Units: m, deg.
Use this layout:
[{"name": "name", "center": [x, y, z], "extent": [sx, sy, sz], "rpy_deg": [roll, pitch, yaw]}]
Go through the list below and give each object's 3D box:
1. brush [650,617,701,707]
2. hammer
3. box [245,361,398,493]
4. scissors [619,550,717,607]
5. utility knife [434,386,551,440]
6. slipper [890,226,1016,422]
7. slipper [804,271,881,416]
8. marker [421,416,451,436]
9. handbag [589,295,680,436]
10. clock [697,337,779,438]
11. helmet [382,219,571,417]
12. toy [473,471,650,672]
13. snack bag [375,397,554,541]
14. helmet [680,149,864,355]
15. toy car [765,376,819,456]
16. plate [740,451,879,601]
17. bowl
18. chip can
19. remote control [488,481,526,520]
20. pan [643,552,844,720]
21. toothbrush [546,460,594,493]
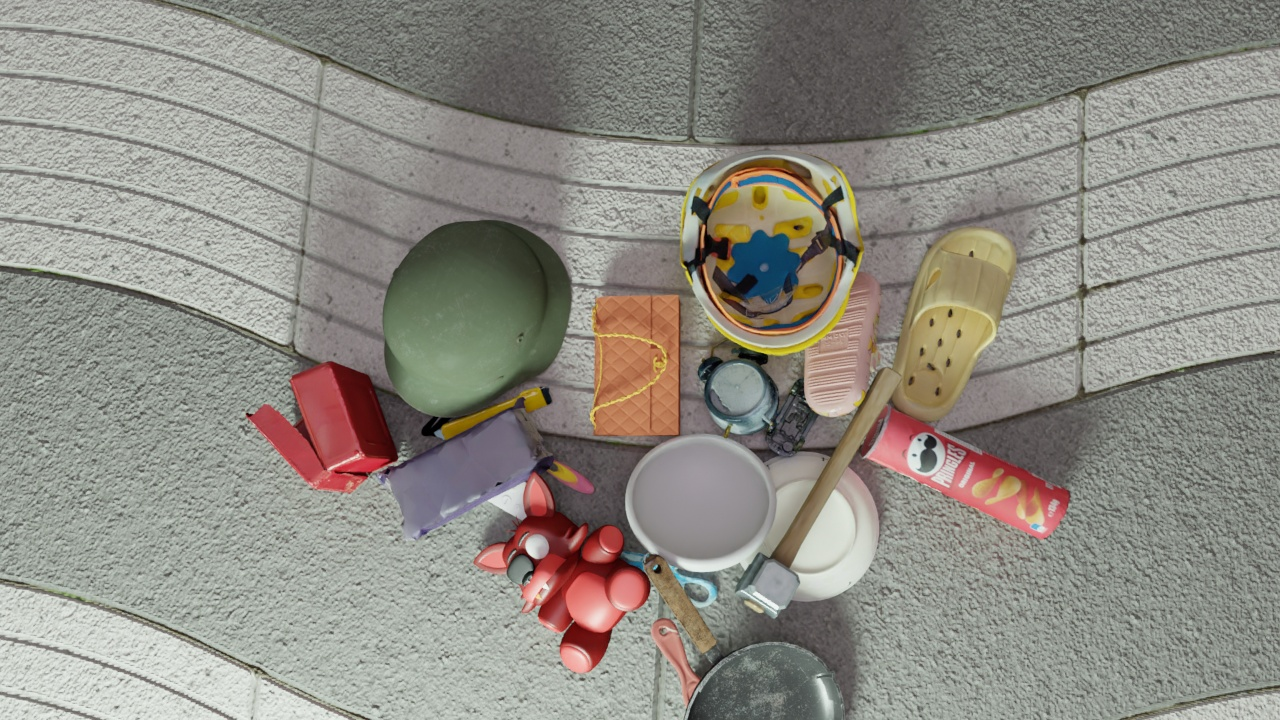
[{"name": "brush", "center": [0.062, 0.387, 1.101], "extent": [0.041, 0.030, 0.172], "rpy_deg": [-28, 84, -1]}, {"name": "hammer", "center": [0.213, 0.146, 1.061], "extent": [0.051, 0.117, 0.322], "rpy_deg": [32, 77, 6]}, {"name": "box", "center": [-0.360, 0.081, 1.096], "extent": [0.122, 0.157, 0.136], "rpy_deg": [-39, 85, -7]}, {"name": "scissors", "center": [0.033, 0.248, 1.130], "extent": [0.140, 0.015, 0.083], "rpy_deg": [16, 86, 6]}, {"name": "utility knife", "center": [-0.185, 0.068, 1.155], "extent": [0.155, 0.017, 0.030], "rpy_deg": [-22, 113, -2]}, {"name": "slipper", "center": [0.380, -0.052, 1.118], "extent": [0.111, 0.079, 0.261], "rpy_deg": [22, 85, 8]}, {"name": "slipper", "center": [0.250, -0.012, 1.117], "extent": [0.093, 0.081, 0.196], "rpy_deg": [-5, 57, 36]}, {"name": "marker", "center": [-0.222, 0.050, 1.164], "extent": [0.138, 0.016, 0.022], "rpy_deg": [-40, 111, -4]}, {"name": "handbag", "center": [-0.006, 0.007, 1.138], "extent": [0.109, 0.060, 0.171], "rpy_deg": [0, 83, 6]}, {"name": "clock", "center": [0.120, 0.031, 1.124], "extent": [0.090, 0.052, 0.129], "rpy_deg": [-18, 62, 13]}, {"name": "helmet", "center": [-0.213, -0.063, 1.103], "extent": [0.227, 0.154, 0.267], "rpy_deg": [28, 84, 6]}, {"name": "toy", "center": [-0.092, 0.250, 1.083], "extent": [0.197, 0.120, 0.159], "rpy_deg": [37, 111, 10]}, {"name": "snack bag", "center": [-0.214, 0.132, 1.115], "extent": [0.205, 0.058, 0.096], "rpy_deg": [-29, 84, 1]}, {"name": "helmet", "center": [0.154, -0.126, 1.107], "extent": [0.209, 0.139, 0.240], "rpy_deg": [-4, 91, 4]}, {"name": "toy car", "center": [0.192, 0.069, 1.133], "extent": [0.048, 0.032, 0.105], "rpy_deg": [30, 84, 5]}, {"name": "plate", "center": [0.201, 0.202, 1.116], "extent": [0.182, 0.034, 0.182], "rpy_deg": [0, 83, 2]}, {"name": "bowl", "center": [0.072, 0.177, 1.093], "extent": [0.176, 0.066, 0.176], "rpy_deg": [-2, 52, 3]}, {"name": "chip can", "center": [0.387, 0.134, 1.098], "extent": [0.233, 0.073, 0.073], "rpy_deg": [25, 85, 4]}, {"name": "remote control", "center": [-0.176, 0.159, 1.148], "extent": [0.136, 0.013, 0.043], "rpy_deg": [29, 85, 6]}, {"name": "pan", "center": [0.098, 0.359, 1.051], "extent": [0.207, 0.040, 0.357], "rpy_deg": [-34, 100, -12]}, {"name": "toothbrush", "center": [-0.117, 0.129, 1.149], "extent": [0.135, 0.016, 0.021], "rpy_deg": [30, 83, 3]}]
